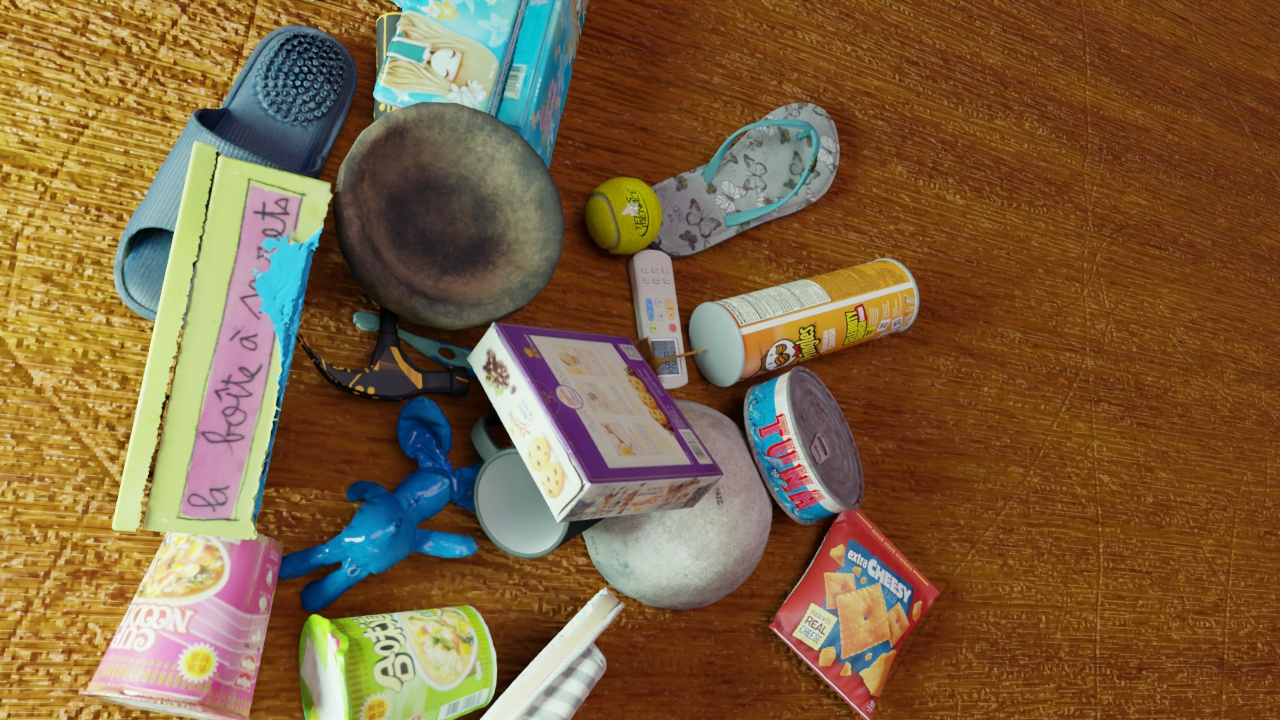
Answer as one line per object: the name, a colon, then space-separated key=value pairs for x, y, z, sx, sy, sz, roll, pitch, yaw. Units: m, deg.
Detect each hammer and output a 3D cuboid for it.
hammer: x=-0.193 y=-0.125 z=0.703 sx=0.123 sy=0.036 sz=0.320 roll=6 pitch=72 yaw=-29

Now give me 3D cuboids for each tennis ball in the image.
tennis ball: x=-0.015 y=-0.124 z=0.784 sx=0.065 sy=0.066 sz=0.065 roll=7 pitch=73 yaw=-25

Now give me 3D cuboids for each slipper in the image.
slipper: x=-0.101 y=0.267 z=0.612 sx=0.054 sy=0.115 sz=0.272 roll=43 pitch=69 yaw=3
slipper: x=0.113 y=-0.173 z=0.872 sx=0.268 sy=0.055 sz=0.098 roll=-35 pitch=96 yaw=-28
slipper: x=-0.272 y=-0.143 z=0.650 sx=0.101 sy=0.083 sz=0.263 roll=29 pitch=65 yaw=-20

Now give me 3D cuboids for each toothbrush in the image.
toothbrush: x=-0.158 y=-0.008 z=0.711 sx=0.135 sy=0.017 sz=0.022 roll=23 pitch=67 yaw=-23

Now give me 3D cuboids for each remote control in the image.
remote control: x=0.015 y=-0.036 z=0.804 sx=0.038 sy=0.018 sz=0.125 roll=-2 pitch=78 yaw=-27

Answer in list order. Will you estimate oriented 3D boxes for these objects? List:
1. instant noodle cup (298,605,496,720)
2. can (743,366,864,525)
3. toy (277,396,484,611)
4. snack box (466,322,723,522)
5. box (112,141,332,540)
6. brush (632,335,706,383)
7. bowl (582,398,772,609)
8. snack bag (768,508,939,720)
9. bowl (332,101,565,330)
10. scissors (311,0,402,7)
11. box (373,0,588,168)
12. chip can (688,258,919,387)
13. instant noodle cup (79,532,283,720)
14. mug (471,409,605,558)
instant noodle cup: x=-0.160 y=0.209 z=0.611 sx=0.107 sy=0.099 sz=0.099 roll=-2 pitch=78 yaw=-36
can: x=0.142 y=0.073 z=0.789 sx=0.130 sy=0.044 sz=0.129 roll=40 pitch=36 yaw=-38
toy: x=-0.173 y=0.102 z=0.645 sx=0.175 sy=0.071 sz=0.113 roll=-38 pitch=106 yaw=-30
snack box: x=-0.030 y=0.041 z=0.654 sx=0.147 sy=0.041 sz=0.143 roll=5 pitch=43 yaw=-49
box: x=-0.256 y=-0.015 z=0.562 sx=0.082 sy=0.124 sz=0.221 roll=10 pitch=96 yaw=-26
brush: x=-0.005 y=0.004 z=0.769 sx=0.126 sy=0.017 sz=0.048 roll=-13 pitch=83 yaw=-17
bowl: x=0.044 y=0.111 z=0.745 sx=0.178 sy=0.081 sz=0.178 roll=8 pitch=71 yaw=-25
snack bag: x=0.191 y=0.220 z=0.813 sx=0.131 sy=0.039 sz=0.143 roll=45 pitch=62 yaw=-10
bowl: x=-0.141 y=-0.097 z=0.662 sx=0.162 sy=0.070 sz=0.162 roll=7 pitch=75 yaw=-28
scissors: x=-0.245 y=-0.347 z=0.757 sx=0.133 sy=0.011 sz=0.139 roll=-30 pitch=90 yaw=-27
box: x=-0.103 y=-0.268 z=0.744 sx=0.169 sy=0.086 sz=0.226 roll=32 pitch=62 yaw=-45
chip can: x=0.153 y=-0.038 z=0.842 sx=0.214 sy=0.075 sz=0.075 roll=-16 pitch=84 yaw=-30
instant noodle cup: x=-0.272 y=0.160 z=0.566 sx=0.097 sy=0.098 sz=0.108 roll=20 pitch=61 yaw=-21
mug: x=-0.077 y=0.081 z=0.677 sx=0.113 sy=0.078 sz=0.087 roll=47 pitch=23 yaw=12
